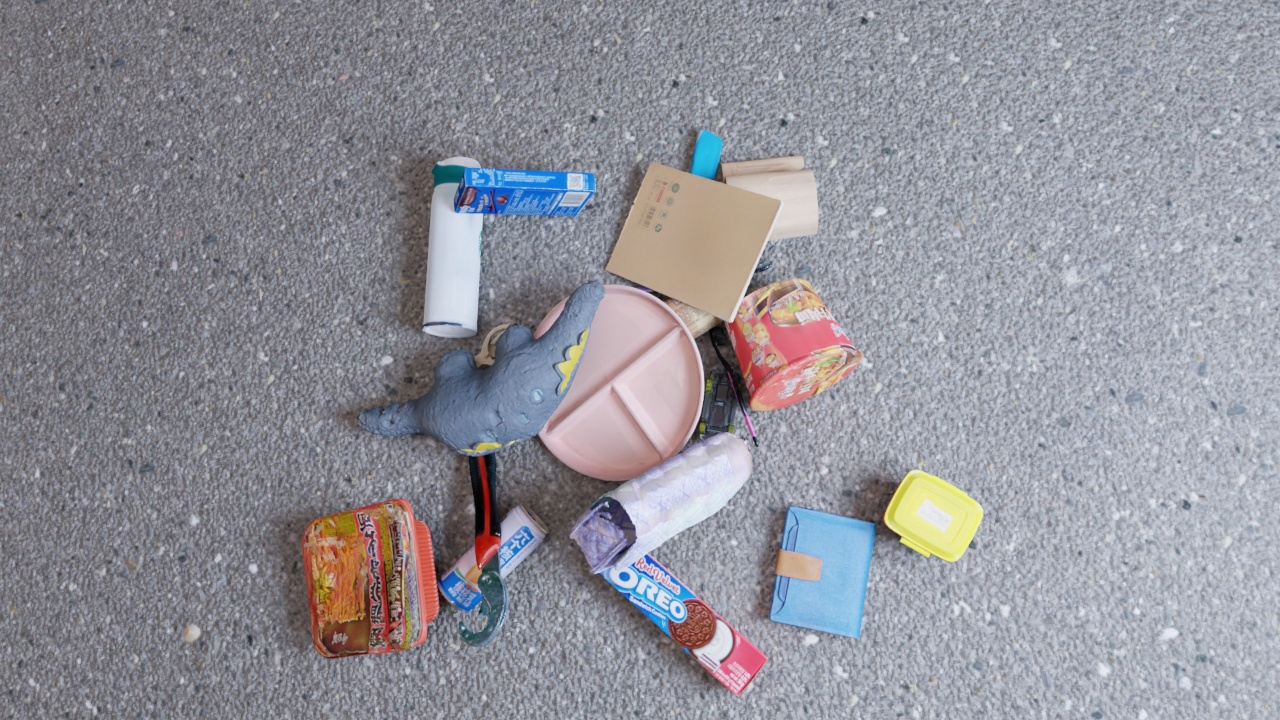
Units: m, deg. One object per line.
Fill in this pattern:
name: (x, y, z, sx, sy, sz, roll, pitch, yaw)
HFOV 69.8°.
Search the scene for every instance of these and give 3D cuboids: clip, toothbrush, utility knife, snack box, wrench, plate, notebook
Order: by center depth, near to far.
snack box: (0.317, 0.174, 1.014, 0.091, 0.080, 0.082, 30, 83, 11)
snack box: (0.046, 0.285, 1.036, 0.207, 0.058, 0.057, 40, 82, 12)
wrench: (-0.180, 0.191, 1.056, 0.056, 0.016, 0.272, -14, 56, 12)
toothbrush: (0.110, 0.026, 1.060, 0.017, 0.014, 0.189, -11, 48, -7)
plate: (-0.032, 0.026, 1.078, 0.230, 0.028, 0.229, 1, 94, 22)
notebook: (0.057, -0.144, 1.082, 0.208, 0.008, 0.148, 26, 95, 39)
snack box: (-0.141, -0.203, 1.110, 0.157, 0.085, 0.026, -2, 78, -20)
toothbrush: (0.069, -0.101, 1.129, 0.189, 0.017, 0.014, -11, 75, 3)
clip: (-0.187, -0.016, 1.136, 0.103, 0.035, 0.092, -4, 82, 14)
utility knife: (0.068, -0.192, 1.148, 0.034, 0.018, 0.199, 12, 84, 6)

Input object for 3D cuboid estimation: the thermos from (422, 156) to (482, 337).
thermos: (-0.230, -0.144, 1.150, 0.073, 0.073, 0.224, 0, 78, 6)

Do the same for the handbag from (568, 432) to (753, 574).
handbag: (0.025, 0.155, 0.992, 0.193, 0.135, 0.075, -25, 73, -40)

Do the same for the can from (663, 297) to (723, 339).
can: (0.061, -0.057, 1.101, 0.116, 0.058, 0.058, -32, 77, 0)

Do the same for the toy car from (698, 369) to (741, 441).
toy car: (0.095, 0.057, 1.086, 0.042, 0.035, 0.090, 8, 78, 9)

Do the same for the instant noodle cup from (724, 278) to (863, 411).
instant noodle cup: (0.165, -0.020, 1.050, 0.138, 0.138, 0.108, -24, 69, 1)

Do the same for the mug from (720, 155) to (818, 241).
mug: (0.155, -0.201, 1.116, 0.103, 0.084, 0.124, -6, 52, 4)

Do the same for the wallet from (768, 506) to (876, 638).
wallet: (0.205, 0.238, 1.038, 0.106, 0.040, 0.133, 11, 80, 4)

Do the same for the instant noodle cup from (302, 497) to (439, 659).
instant noodle cup: (-0.303, 0.251, 1.053, 0.189, 0.079, 0.164, -16, 77, 30)

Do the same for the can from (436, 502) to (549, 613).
can: (-0.171, 0.230, 1.073, 0.134, 0.053, 0.053, -44, 77, -3)

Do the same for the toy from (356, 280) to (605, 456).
toy: (-0.175, 0.037, 1.071, 0.357, 0.091, 0.138, -25, 84, 17)
